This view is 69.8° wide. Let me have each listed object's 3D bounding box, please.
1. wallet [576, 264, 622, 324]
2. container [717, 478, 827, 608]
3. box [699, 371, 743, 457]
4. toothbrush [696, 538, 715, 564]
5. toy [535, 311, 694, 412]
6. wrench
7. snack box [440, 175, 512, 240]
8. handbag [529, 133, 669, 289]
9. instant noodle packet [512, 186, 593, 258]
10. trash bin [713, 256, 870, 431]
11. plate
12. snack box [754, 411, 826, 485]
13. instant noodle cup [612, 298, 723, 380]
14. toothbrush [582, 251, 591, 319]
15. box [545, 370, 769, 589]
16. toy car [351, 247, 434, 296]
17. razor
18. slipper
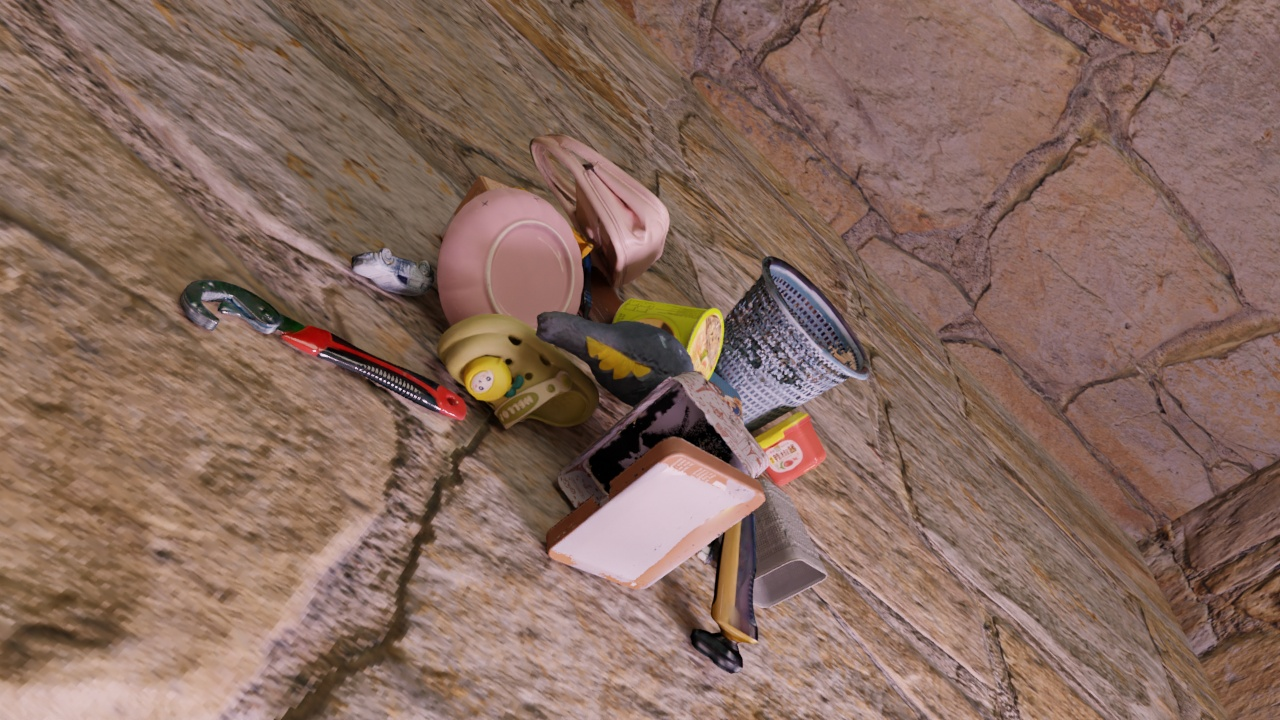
[{"bbox_3d":[-0.067,-0.084,1.246,0.124,0.032,0.101,53,27,14],"label":"wallet"},{"bbox_3d":[0.144,0.209,1.062,0.090,0.090,0.114,37,27,-47],"label":"container"},{"bbox_3d":[0.089,0.085,1.213,0.090,0.061,0.184,37,24,-21],"label":"box"},{"bbox_3d":[0.092,0.192,1.112,0.018,0.016,0.180,38,25,-1],"label":"toothbrush"},{"bbox_3d":[-0.006,0.006,1.018,0.138,0.091,0.356,18,-5,14],"label":"toy"},{"bbox_3d":[-0.266,-0.005,0.808,0.273,0.016,0.056,28,31,-38],"label":"wrench"},{"bbox_3d":[-0.167,-0.143,1.071,0.077,0.095,0.092,15,35,-44],"label":"snack box"},{"bbox_3d":[-0.069,-0.222,1.274,0.234,0.093,0.193,49,-13,6],"label":"handbag"},{"bbox_3d":[-0.131,-0.187,1.251,0.128,0.044,0.111,38,0,-24],"label":"instant noodle packet"},{"bbox_3d":[0.192,-0.007,1.358,0.226,0.195,0.226,37,27,-22],"label":"trash bin"},{"bbox_3d":[-0.128,-0.090,0.993,0.192,0.039,0.192,-5,97,-45],"label":"plate"},{"bbox_3d":[0.216,0.128,1.328,0.080,0.091,0.081,58,26,7],"label":"snack box"},{"bbox_3d":[0.030,-0.028,1.197,0.123,0.112,0.111,17,12,25],"label":"instant noodle cup"},{"bbox_3d":[-0.068,-0.087,1.203,0.014,0.016,0.189,32,36,-29],"label":"toothbrush"},{"bbox_3d":[0.008,0.126,0.873,0.153,0.183,0.177,52,21,10],"label":"box"},{"bbox_3d":[-0.251,-0.089,0.932,0.090,0.043,0.034,18,71,-56],"label":"toy car"},{"bbox_3d":[0.089,0.226,0.924,0.062,0.067,0.167,71,25,-79],"label":"razor"},{"bbox_3d":[-0.116,0.026,0.927,0.190,0.092,0.081,34,30,-35],"label":"slipper"}]
